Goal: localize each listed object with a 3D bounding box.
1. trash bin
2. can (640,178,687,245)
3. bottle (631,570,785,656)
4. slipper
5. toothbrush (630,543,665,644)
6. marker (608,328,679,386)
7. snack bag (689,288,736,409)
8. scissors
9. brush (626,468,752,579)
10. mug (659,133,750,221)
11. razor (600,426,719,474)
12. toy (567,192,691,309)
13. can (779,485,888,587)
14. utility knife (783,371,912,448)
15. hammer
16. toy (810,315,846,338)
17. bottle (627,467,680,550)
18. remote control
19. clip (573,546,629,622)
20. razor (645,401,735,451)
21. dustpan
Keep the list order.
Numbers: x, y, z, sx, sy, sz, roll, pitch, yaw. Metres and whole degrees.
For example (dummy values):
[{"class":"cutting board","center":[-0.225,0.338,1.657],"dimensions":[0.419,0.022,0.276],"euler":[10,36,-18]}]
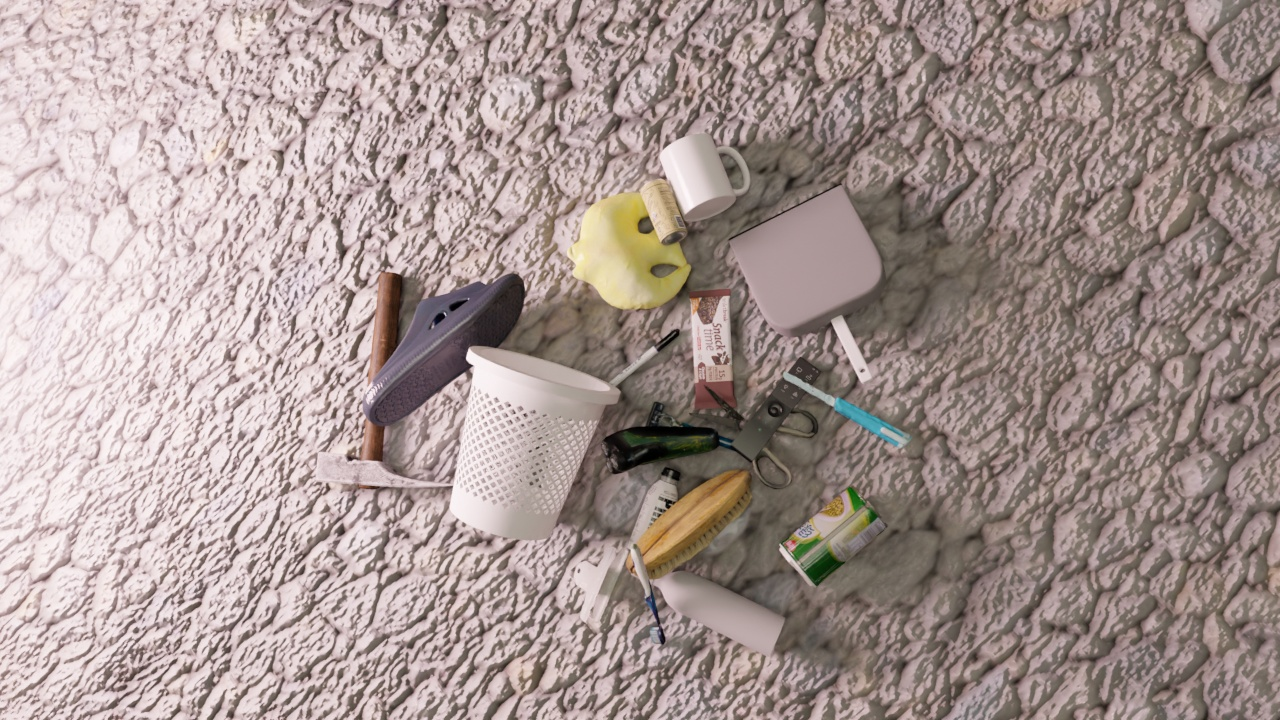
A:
[{"class":"trash bin","center":[-0.147,0.106,1.151],"dimensions":[0.195,0.195,0.199],"euler":[18,95,11]},{"class":"can","center":[0.030,-0.194,1.198],"dimensions":[0.038,0.038,0.079],"euler":[-22,74,6]},{"class":"bottle","center":[0.080,0.301,1.146],"dimensions":[0.195,0.052,0.052],"euler":[24,87,11]},{"class":"slipper","center":[-0.265,-0.026,1.205],"dimensions":[0.267,0.111,0.083],"euler":[-42,68,-12]},{"class":"toothbrush","center":[0.008,0.287,1.117],"dimensions":[0.017,0.016,0.189],"euler":[-4,127,13]},{"class":"marker","center":[-0.007,0.007,1.219],"dimensions":[0.152,0.011,0.011],"euler":[-39,79,3]},{"class":"snack bag","center":[0.095,-0.016,1.204],"dimensions":[0.057,0.013,0.158],"euler":[-3,82,7]},{"class":"scissors","center":[0.149,0.094,1.172],"dimensions":[0.157,0.012,0.165],"euler":[-13,77,-3]},{"class":"brush","center":[0.065,0.204,1.142],"dimensions":[0.195,0.043,0.059],"euler":[-37,35,-16]},{"class":"mug","center":[0.092,-0.244,1.211],"dimensions":[0.110,0.074,0.090],"euler":[-17,79,-19]},{"class":"razor","center":[0.025,0.113,1.169],"dimensions":[0.151,0.067,0.054],"euler":[-7,113,15]},{"class":"toy","center":[-0.020,-0.145,1.214],"dimensions":[0.154,0.065,0.170],"euler":[-15,76,-11]},{"class":"can","center":[0.235,0.216,1.125],"dimensions":[0.121,0.067,0.067],"euler":[-40,79,2]},{"class":"utility knife","center":[0.260,0.058,1.157],"dimensions":[0.179,0.015,0.022],"euler":[31,89,4]},{"class":"hammer","center":[-0.320,0.028,1.255],"dimensions":[0.218,0.037,0.300],"euler":[3,83,9]},{"class":"toy","center":[0.246,-0.087,1.181],"dimensions":[0.049,0.030,0.111],"euler":[8,79,-5]},{"class":"bottle","center":[0.021,0.194,1.175],"dimensions":[0.041,0.041,0.116],"euler":[20,86,11]},{"class":"remote control","center":[0.173,0.062,1.166],"dimensions":[0.034,0.013,0.150],"euler":[37,78,12]},{"class":"clip","center":[-0.056,0.285,1.185],"dimensions":[0.058,0.052,0.102],"euler":[25,86,-17]},{"class":"razor","center":[0.077,0.095,1.189],"dimensions":[0.144,0.022,0.042],"euler":[19,87,10]},{"class":"dustpan","center":[0.231,-0.085,1.154],"dimensions":[0.163,0.033,0.257],"euler":[-26,60,11]}]
